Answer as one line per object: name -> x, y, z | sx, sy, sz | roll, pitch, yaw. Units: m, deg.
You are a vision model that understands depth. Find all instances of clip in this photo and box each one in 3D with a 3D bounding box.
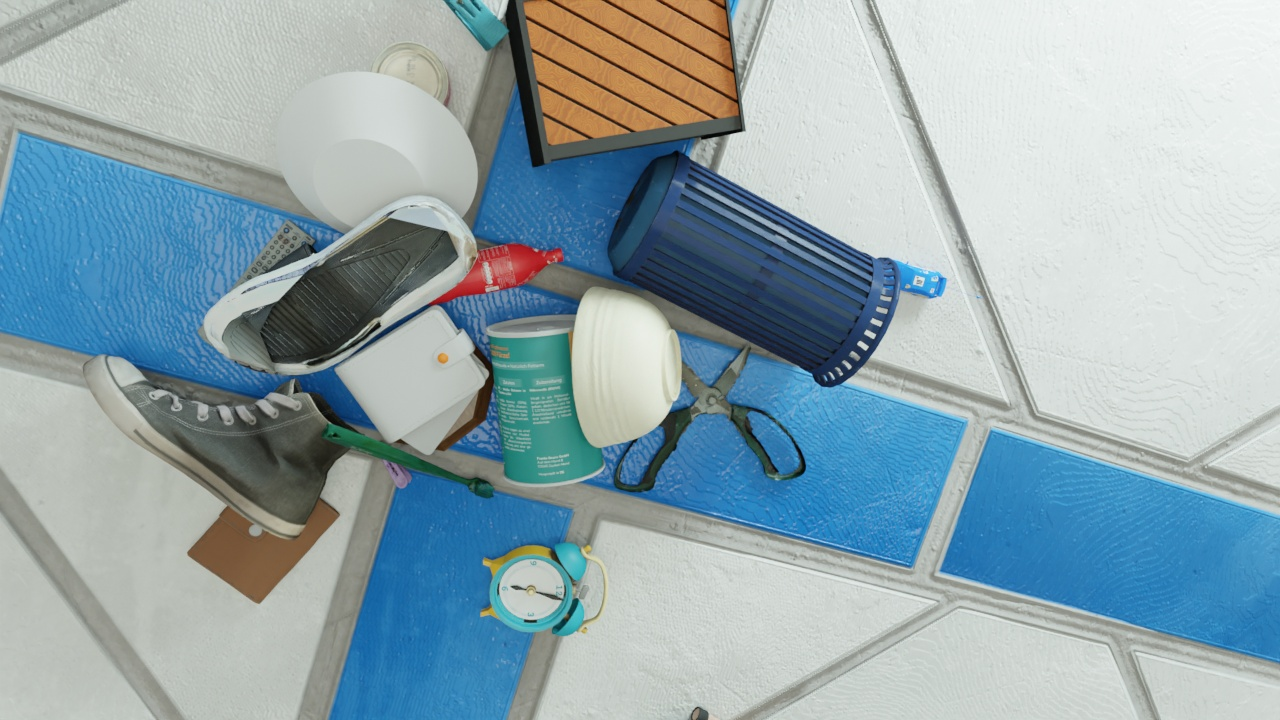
clip -> -0.243, 0.102, 0.901 | 0.013, 0.029, 0.050 | -34, 93, -5
clip -> -0.175, -0.336, 0.826 | 0.030, 0.120, 0.130 | -46, 128, -3

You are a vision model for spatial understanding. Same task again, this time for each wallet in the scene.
wallet -> -0.202, 0.023, 0.856 | 0.118, 0.037, 0.115 | -32, 105, 0
wallet -> -0.366, 0.168, 0.893 | 0.087, 0.013, 0.121 | 42, 89, -15

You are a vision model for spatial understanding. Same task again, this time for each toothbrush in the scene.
toothbrush -> -0.213, 0.098, 0.866 | 0.189, 0.017, 0.016 | 29, 88, -40

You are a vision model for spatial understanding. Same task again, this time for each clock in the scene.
clock -> -0.098, 0.235, 0.943 | 0.129, 0.043, 0.099 | 3, 100, -4

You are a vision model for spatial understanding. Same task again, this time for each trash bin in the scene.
trash bin -> 0.101, -0.089, 0.868 | 0.249, 0.139, 0.139 | 26, 95, -13
trash bin -> -0.019, -0.256, 0.810 | 0.171, 0.139, 0.140 | -11, 103, -8

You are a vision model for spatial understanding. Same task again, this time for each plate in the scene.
plate -> -0.207, 0.028, 0.889 | 0.131, 0.025, 0.131 | -2, 101, -10
plate -> -0.231, -0.160, 0.795 | 0.174, 0.036, 0.174 | 0, 134, 0

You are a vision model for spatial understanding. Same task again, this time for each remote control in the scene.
remote control -> -0.356, -0.068, 0.849 | 0.033, 0.013, 0.136 | 39, 92, -15

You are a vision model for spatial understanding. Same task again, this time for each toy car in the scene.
toy car -> 0.295, -0.079, 0.943 | 0.092, 0.062, 0.033 | 12, 98, -13

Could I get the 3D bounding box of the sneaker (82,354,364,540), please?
sneaker -> -0.375, 0.048, 0.830 | 0.235, 0.095, 0.119 | 37, 82, -5

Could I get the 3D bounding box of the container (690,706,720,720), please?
container -> 0.053, 0.522, 0.980 | 0.163, 0.130, 0.241 | 33, 93, -15

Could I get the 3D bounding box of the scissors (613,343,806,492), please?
scissors -> 0.081, 0.084, 0.961 | 0.205, 0.015, 0.202 | 36, 95, -14

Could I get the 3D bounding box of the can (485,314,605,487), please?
can -> -0.089, 0.036, 0.875 | 0.099, 0.099, 0.144 | -7, 102, -9

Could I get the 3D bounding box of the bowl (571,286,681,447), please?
bowl -> -0.005, 0.005, 0.850 | 0.075, 0.150, 0.151 | -2, 102, 14

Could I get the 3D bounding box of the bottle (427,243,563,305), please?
bottle -> -0.143, -0.086, 0.871 | 0.141, 0.042, 0.042 | -13, 103, -8

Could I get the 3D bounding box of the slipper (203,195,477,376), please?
slipper -> -0.266, -0.068, 0.824 | 0.264, 0.063, 0.111 | -27, 126, 17

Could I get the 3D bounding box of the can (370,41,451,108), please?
can -> -0.202, -0.243, 0.811 | 0.067, 0.076, 0.067 | -2, 101, -10
